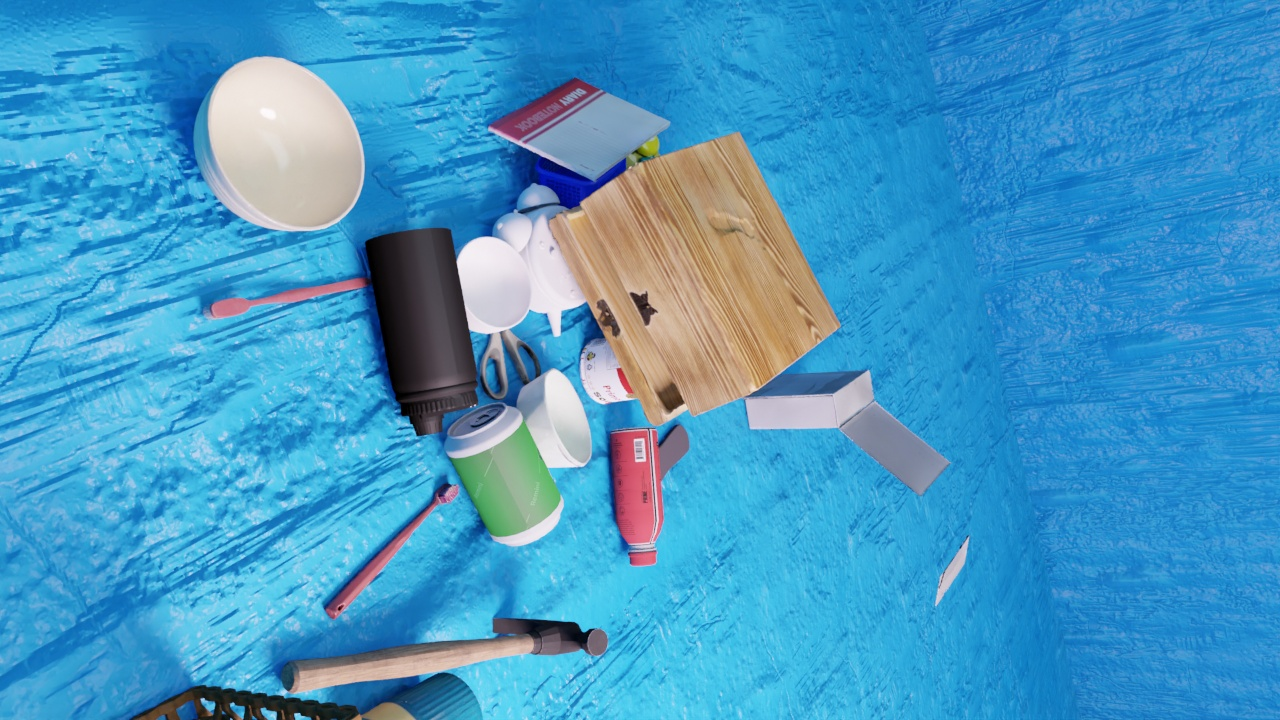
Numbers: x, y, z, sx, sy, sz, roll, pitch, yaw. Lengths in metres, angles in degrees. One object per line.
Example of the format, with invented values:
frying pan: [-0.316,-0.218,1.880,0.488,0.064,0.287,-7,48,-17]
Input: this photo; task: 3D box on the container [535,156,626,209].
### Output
container: [-0.072,-0.234,1.158,0.058,0.096,0.114,92,23,-44]

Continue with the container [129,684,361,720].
container: [-0.312,0.374,0.583,0.250,0.220,0.214,-21,99,-54]

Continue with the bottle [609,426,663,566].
bottle: [-0.003,0.177,1.192,0.062,0.062,0.176,5,79,-54]

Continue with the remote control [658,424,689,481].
remote control: [0.036,0.134,1.301,0.124,0.009,0.046,-41,116,-50]

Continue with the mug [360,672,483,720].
mug: [-0.210,0.363,0.854,0.107,0.083,0.113,-16,108,-58]

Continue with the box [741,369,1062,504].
box: [0.407,0.113,1.455,0.166,0.479,0.119,-23,127,-53]

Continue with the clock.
clock: [-0.104,-0.126,1.110,0.161,0.073,0.125,58,41,-28]

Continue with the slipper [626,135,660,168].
slipper: [0.005,-0.259,1.287,0.091,0.082,0.190,-38,116,-48]

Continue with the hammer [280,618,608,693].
hammer: [-0.190,0.284,0.886,0.304,0.133,0.040,6,77,-41]

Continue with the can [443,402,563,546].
can: [-0.146,0.122,0.985,0.087,0.088,0.140,-46,119,-48]

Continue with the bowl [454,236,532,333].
bowl: [-0.175,-0.080,1.012,0.104,0.054,0.104,14,69,-41]

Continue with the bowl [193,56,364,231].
bowl: [-0.328,-0.182,0.810,0.150,0.075,0.150,15,72,-52]

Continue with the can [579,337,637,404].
can: [-0.007,0.007,1.177,0.086,0.117,0.086,16,70,-52]

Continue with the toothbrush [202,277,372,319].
toothbrush: [-0.319,-0.061,0.851,0.184,0.016,0.015,-23,101,-57]

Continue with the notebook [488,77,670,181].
notebook: [-0.072,-0.295,1.154,0.208,0.153,0.012,-49,162,-48]

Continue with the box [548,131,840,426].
box: [0.074,-0.104,1.093,0.244,0.168,0.279,-30,92,-45]

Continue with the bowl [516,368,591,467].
bowl: [-0.108,0.074,1.057,0.117,0.061,0.117,-21,90,-76]

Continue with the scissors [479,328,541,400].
scissors: [-0.165,-0.029,1.055,0.163,0.013,0.154,50,45,-34]

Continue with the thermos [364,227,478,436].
thermos: [-0.215,-0.026,0.922,0.086,0.086,0.198,-12,93,-54]

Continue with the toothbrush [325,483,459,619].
toothbrush: [-0.239,0.182,0.903,0.189,0.016,0.016,-49,123,-47]
